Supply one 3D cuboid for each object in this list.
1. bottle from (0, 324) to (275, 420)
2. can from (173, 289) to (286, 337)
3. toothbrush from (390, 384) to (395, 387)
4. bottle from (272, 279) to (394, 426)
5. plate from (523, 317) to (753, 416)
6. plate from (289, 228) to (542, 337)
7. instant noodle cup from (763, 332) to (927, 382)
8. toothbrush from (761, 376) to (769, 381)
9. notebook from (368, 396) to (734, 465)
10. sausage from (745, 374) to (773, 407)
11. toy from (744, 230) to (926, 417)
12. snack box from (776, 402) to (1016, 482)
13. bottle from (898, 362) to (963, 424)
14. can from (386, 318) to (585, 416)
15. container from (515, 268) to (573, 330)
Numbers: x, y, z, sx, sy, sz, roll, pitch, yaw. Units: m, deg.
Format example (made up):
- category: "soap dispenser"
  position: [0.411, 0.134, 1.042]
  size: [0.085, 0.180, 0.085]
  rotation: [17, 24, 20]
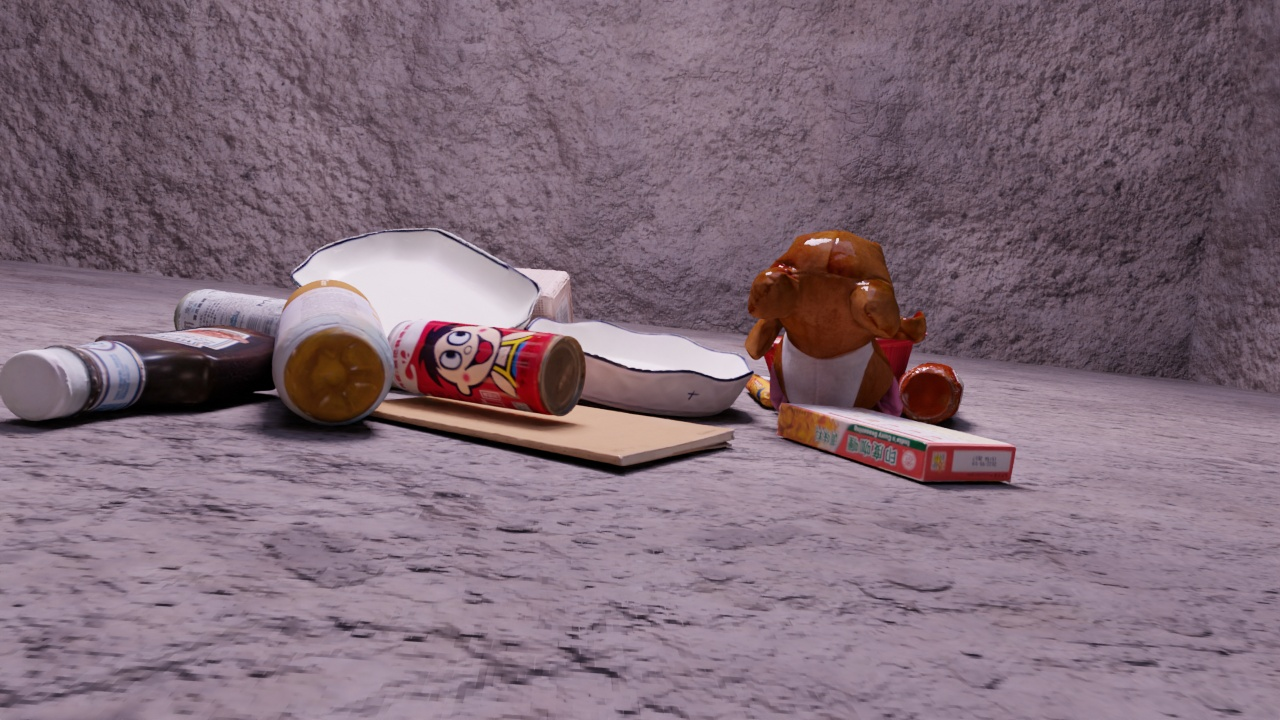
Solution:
- category: "bottle"
  position: [-0.291, 0.005, 0.547]
  size: [0.080, 0.044, 0.194]
  rotation: [9, 5, 6]
- category: "can"
  position: [-0.353, -0.030, 0.830]
  size: [0.147, 0.058, 0.058]
  rotation: [9, 5, 30]
- category: "toothbrush"
  position: [-0.148, 0.015, 0.780]
  size: [0.189, 0.016, 0.016]
  rotation: [2, 6, -41]
- category: "bottle"
  position: [-0.203, -0.014, 0.601]
  size: [0.068, 0.068, 0.189]
  rotation: [4, 13, -21]
- category: "plate"
  position: [-0.005, 0.005, 0.808]
  size: [0.205, 0.045, 0.204]
  rotation: [10, 11, -2]
- category: "plate"
  position: [-0.202, -0.057, 0.825]
  size: [0.161, 0.034, 0.266]
  rotation: [-26, 38, -33]
- category: "instant noodle cup"
  position: [0.211, 0.004, 0.994]
  size: [0.194, 0.066, 0.194]
  rotation: [-2, 3, 0]
- category: "toothbrush"
  position: [0.144, 0.027, 1.078]
  size: [0.180, 0.016, 0.016]
  rotation: [9, 10, 9]
- category: "notebook"
  position: [-0.064, 0.041, 0.602]
  size: [0.212, 0.012, 0.149]
  rotation: [8, 5, 29]
- category: "sausage"
  position: [0.124, 0.030, 0.938]
  size: [0.021, 0.021, 0.165]
  rotation: [6, 4, 0]
- category: "toy"
  position: [0.157, -0.007, 0.754]
  size: [0.140, 0.130, 0.200]
  rotation: [12, -28, 17]
- category: "snack box"
  position: [0.171, 0.054, 0.636]
  size: [0.077, 0.027, 0.156]
  rotation: [4, 5, -26]
- category: "bottle"
  position: [0.306, 0.030, 0.958]
  size: [0.060, 0.060, 0.205]
  rotation: [8, 4, 20]
- category: "can"
  position: [-0.107, 0.003, 0.617]
  size: [0.133, 0.053, 0.053]
  rotation: [7, 4, 27]
- category: "container"
  position: [-0.130, -0.043, 0.922]
  size: [0.111, 0.090, 0.089]
  rotation: [2, 23, 11]
